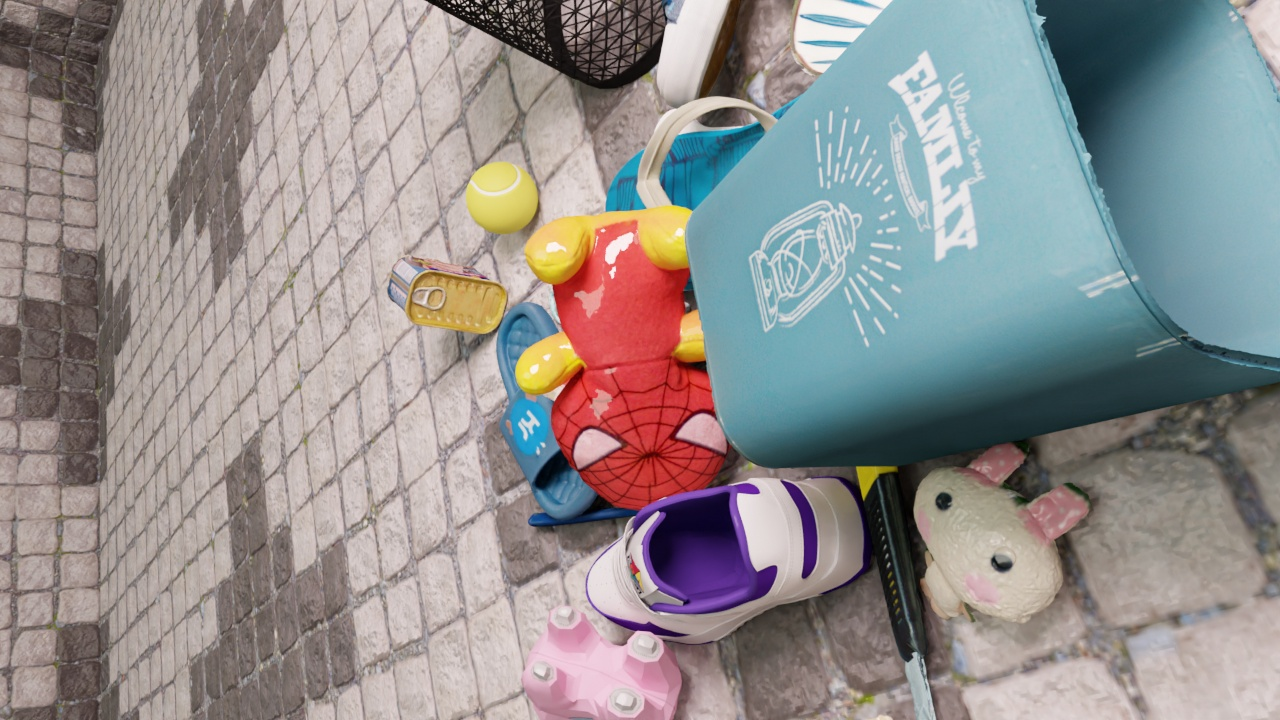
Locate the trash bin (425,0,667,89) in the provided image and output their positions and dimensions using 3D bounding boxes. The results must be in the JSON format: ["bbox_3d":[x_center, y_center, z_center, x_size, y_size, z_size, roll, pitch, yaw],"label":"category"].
[{"bbox_3d":[-0.099,-0.348,0.694,0.217,0.242,0.217,-9,79,49],"label":"trash bin"}]

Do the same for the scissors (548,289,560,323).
[{"bbox_3d":[-0.044,-0.054,0.763,0.132,0.011,0.125,-2,91,56],"label":"scissors"}]

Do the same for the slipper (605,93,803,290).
[{"bbox_3d":[0.056,-0.116,0.615,0.296,0.060,0.118,-13,87,51],"label":"slipper"}]

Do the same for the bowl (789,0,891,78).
[{"bbox_3d":[0.167,-0.204,0.480,0.178,0.071,0.177,-38,36,34],"label":"bowl"}]

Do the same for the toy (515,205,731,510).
[{"bbox_3d":[-0.004,0.004,0.616,0.098,0.147,0.216,-75,-19,-63],"label":"toy"}]

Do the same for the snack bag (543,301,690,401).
[{"bbox_3d":[-0.020,-0.007,0.695,0.077,0.036,0.116,28,111,7],"label":"snack bag"}]

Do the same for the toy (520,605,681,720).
[{"bbox_3d":[-0.033,0.233,0.659,0.123,0.158,0.067,16,58,13],"label":"toy"}]

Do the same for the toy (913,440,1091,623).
[{"bbox_3d":[0.175,0.094,0.472,0.112,0.050,0.087,-55,46,25],"label":"toy"}]

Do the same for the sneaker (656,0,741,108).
[{"bbox_3d":[0.037,-0.290,0.633,0.087,0.079,0.235,16,-93,-85],"label":"sneaker"}]

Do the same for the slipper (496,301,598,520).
[{"bbox_3d":[-0.088,0.041,0.776,0.104,0.059,0.213,-53,47,34],"label":"slipper"}]

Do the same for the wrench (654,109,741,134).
[{"bbox_3d":[0.099,-0.150,0.617,0.274,0.009,0.047,15,97,49],"label":"wrench"}]

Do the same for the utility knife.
[{"bbox_3d":[0.144,0.111,0.520,0.029,0.020,0.203,135,128,-75],"label":"utility knife"}]

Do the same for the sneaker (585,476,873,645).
[{"bbox_3d":[0.023,0.135,0.592,0.245,0.111,0.091,-31,62,43],"label":"sneaker"}]

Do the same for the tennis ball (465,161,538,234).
[{"bbox_3d":[-0.126,-0.148,0.838,0.065,0.065,0.065,-9,79,49],"label":"tennis ball"}]

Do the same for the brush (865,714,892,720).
[{"bbox_3d":[0.183,0.225,0.443,0.273,0.062,0.077,-9,83,45],"label":"brush"}]

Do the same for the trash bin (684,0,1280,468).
[{"bbox_3d":[0.150,-0.050,0.418,0.219,0.198,0.196,-33,60,50],"label":"trash bin"}]

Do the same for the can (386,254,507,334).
[{"bbox_3d":[-0.185,-0.063,0.870,0.059,0.099,0.054,34,110,47],"label":"can"}]

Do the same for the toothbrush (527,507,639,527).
[{"bbox_3d":[-0.031,0.119,0.732,0.190,0.016,0.017,-17,65,47],"label":"toothbrush"}]
